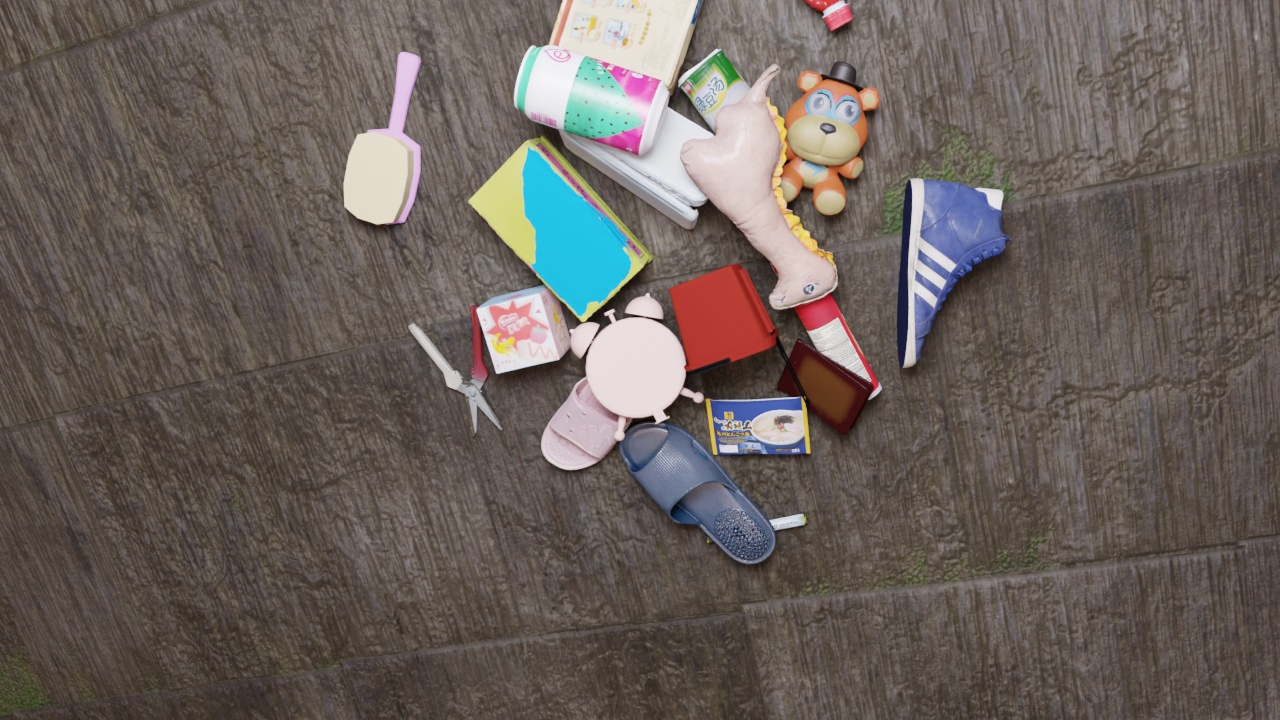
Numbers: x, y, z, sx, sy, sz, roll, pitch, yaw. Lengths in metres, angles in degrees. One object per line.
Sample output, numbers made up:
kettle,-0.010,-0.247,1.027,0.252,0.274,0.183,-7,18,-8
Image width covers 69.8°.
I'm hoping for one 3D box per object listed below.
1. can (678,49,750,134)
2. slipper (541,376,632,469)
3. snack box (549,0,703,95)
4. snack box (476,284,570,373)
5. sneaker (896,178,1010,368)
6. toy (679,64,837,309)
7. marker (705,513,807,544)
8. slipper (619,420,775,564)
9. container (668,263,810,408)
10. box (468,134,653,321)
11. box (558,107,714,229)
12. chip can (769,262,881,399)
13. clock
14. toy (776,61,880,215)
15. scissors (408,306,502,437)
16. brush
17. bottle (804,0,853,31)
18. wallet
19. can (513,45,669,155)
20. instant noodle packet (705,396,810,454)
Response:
can,0.107,-0.314,1.124,0.067,0.067,0.121,-37,97,17
slipper,-0.053,0.063,1.264,0.094,0.064,0.240,35,107,-2
snack box,-0.003,-0.439,1.089,0.153,0.055,0.207,19,94,3
snack box,-0.156,-0.044,1.241,0.093,0.079,0.095,-12,103,12
sneaker,0.386,-0.106,1.131,0.118,0.091,0.233,1,98,7
toy,0.167,-0.190,1.084,0.196,0.065,0.264,-44,111,12
marker,0.164,0.238,1.302,0.147,0.017,0.017,-15,103,13
slipper,0.078,0.185,1.261,0.263,0.082,0.101,42,104,3
container,0.121,-0.016,1.167,0.127,0.148,0.201,-20,93,13
box,-0.101,-0.170,1.198,0.221,0.082,0.125,45,109,-8
box,0.008,-0.267,1.141,0.211,0.130,0.105,34,87,0
chip can,0.240,-0.045,1.188,0.052,0.051,0.215,-27,100,16
clock,-0.007,0.007,1.196,0.131,0.086,0.160,-25,87,-2
toy,0.221,-0.270,1.111,0.112,0.096,0.176,15,97,5
scissors,-0.256,0.008,1.308,0.179,0.015,0.197,24,109,1
brush,-0.334,-0.293,1.219,0.089,0.043,0.229,18,108,4
bottle,0.206,-0.454,1.069,0.062,0.061,0.137,-25,100,15
wallet,0.238,0.035,1.196,0.115,0.018,0.092,36,136,22
can,-0.055,-0.301,1.059,0.166,0.088,0.088,18,108,1
instant noodle packet,0.160,0.089,1.248,0.134,0.026,0.087,-2,115,16
